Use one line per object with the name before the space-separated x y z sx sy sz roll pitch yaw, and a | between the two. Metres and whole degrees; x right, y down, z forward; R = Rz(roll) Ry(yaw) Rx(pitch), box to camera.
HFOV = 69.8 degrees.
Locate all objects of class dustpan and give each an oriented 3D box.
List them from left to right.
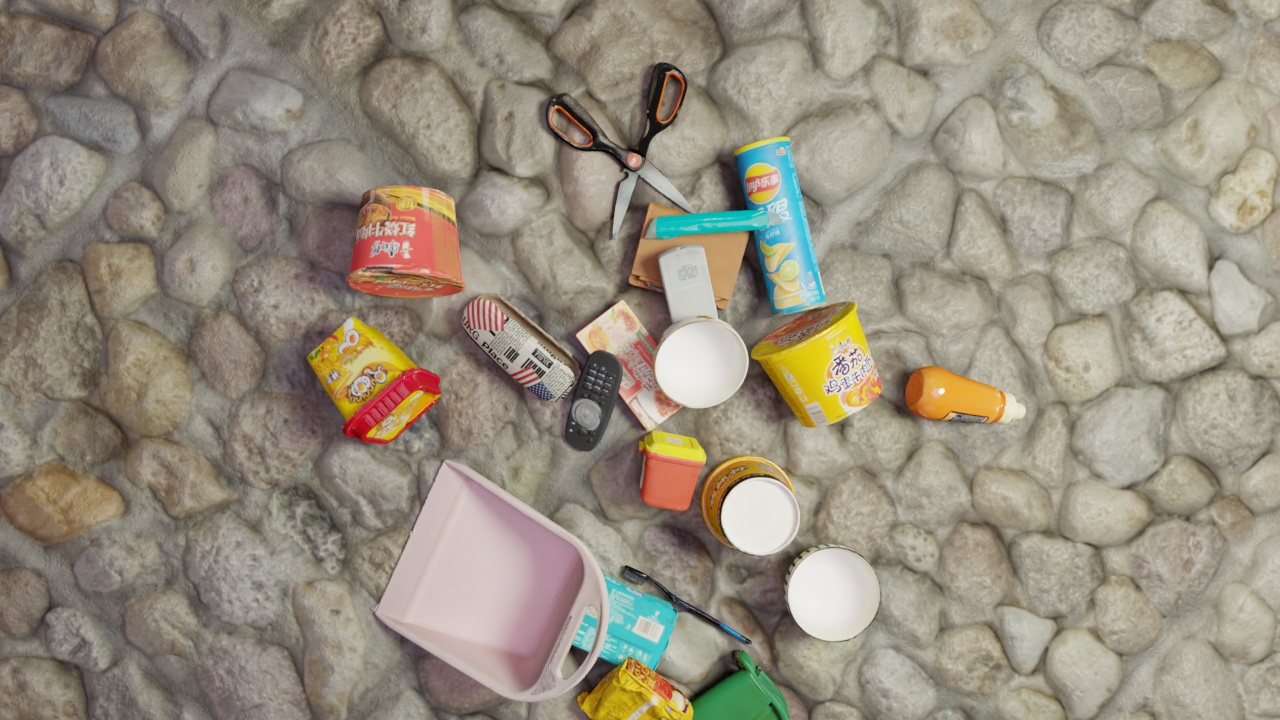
dustpan | -0.171 0.269 1.088 0.273 0.139 0.222 22 91 -2

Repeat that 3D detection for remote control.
remote control | -0.056 0.049 1.132 0.053 0.024 0.137 23 112 10
remote control | 0.062 -0.067 1.123 0.058 0.021 0.150 -13 113 1

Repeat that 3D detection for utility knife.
utility knife | 0.087 -0.164 1.103 0.166 0.013 0.029 -2 92 11

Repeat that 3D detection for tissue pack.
tissue pack | -0.027 0.325 1.136 0.133 0.050 0.093 25 92 -1

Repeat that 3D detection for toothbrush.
toothbrush | 0.059 0.311 1.157 0.189 0.014 0.016 32 91 -3

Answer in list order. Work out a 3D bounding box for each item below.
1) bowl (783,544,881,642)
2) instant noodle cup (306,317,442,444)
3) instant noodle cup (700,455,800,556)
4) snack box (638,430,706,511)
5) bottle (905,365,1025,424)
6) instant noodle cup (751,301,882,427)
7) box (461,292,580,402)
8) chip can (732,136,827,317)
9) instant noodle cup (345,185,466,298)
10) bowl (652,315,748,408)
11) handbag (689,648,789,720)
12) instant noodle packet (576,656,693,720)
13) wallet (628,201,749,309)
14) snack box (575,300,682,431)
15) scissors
bowl | 0.232 0.282 1.135 0.116 0.066 0.116 0 90 -2
instant noodle cup | -0.322 0.022 1.100 0.116 0.116 0.123 -42 80 -1
instant noodle cup | 0.136 0.180 1.107 0.118 0.114 0.118 0 91 -1
snack box | 0.033 0.134 1.118 0.082 0.091 0.080 12 97 -2
bottle | 0.409 0.050 1.143 0.149 0.067 0.067 12 90 -9
instant noodle cup | 0.219 0.008 1.103 0.138 0.138 0.110 -30 99 -1
box | -0.150 -0.012 1.114 0.163 0.082 0.075 42 96 -4
chip can | 0.171 -0.162 1.126 0.071 0.071 0.210 -13 92 -2
instant noodle cup | -0.276 -0.140 1.089 0.138 0.138 0.108 -1 82 -2
bowl | 0.068 -0.006 1.104 0.113 0.062 0.114 -2 115 -5
handbag | 0.113 0.439 1.138 0.131 0.068 0.120 -34 84 0
instant noodle packet | -0.008 0.421 1.116 0.111 0.044 0.129 40 128 0
wallet | 0.060 -0.128 1.140 0.132 0.031 0.108 14 95 -4
snack box | -0.007 0.007 1.145 0.075 0.025 0.153 -37 92 -1
scissors | -0.016 -0.268 1.142 0.221 0.021 0.233 22 92 -3
